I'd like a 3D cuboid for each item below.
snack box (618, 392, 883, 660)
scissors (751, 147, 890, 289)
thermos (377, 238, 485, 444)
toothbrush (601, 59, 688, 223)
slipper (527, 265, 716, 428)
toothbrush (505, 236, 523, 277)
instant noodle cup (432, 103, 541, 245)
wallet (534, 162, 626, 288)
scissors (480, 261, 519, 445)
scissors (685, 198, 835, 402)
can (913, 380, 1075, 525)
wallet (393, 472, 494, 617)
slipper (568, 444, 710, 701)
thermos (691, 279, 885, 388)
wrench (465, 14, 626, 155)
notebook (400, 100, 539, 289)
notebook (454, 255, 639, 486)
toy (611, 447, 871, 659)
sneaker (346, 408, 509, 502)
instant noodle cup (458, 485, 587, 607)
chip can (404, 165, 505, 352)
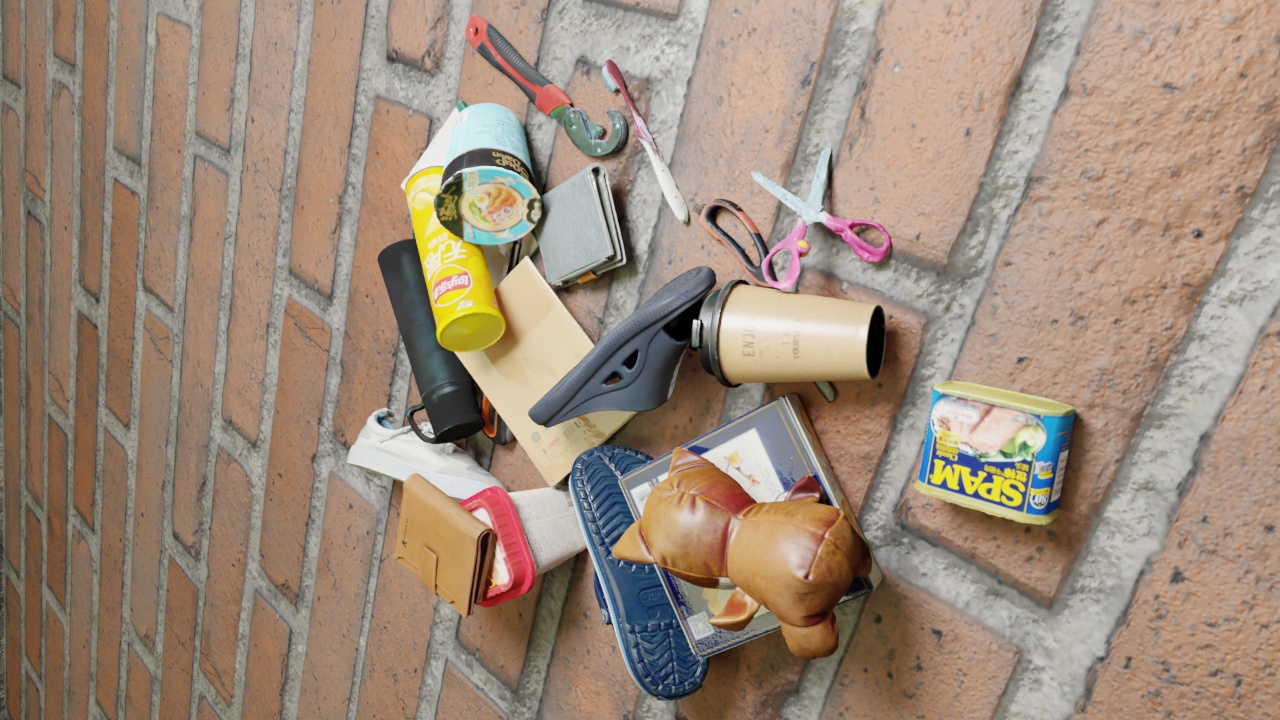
[{"bbox_3d":[0.094,0.148,0.818,0.183,0.045,0.178,-29,77,23],"label":"snack box"},{"bbox_3d":[0.146,-0.115,0.752,0.135,0.017,0.133,15,76,10],"label":"scissors"},{"bbox_3d":[-0.258,-0.020,1.089,0.090,0.068,0.242,-23,71,8],"label":"thermos"},{"bbox_3d":[0.003,-0.213,0.892,0.017,0.016,0.187,-38,71,46],"label":"toothbrush"},{"bbox_3d":[-0.005,0.005,0.868,0.083,0.110,0.269,48,132,-4],"label":"slipper"},{"bbox_3d":[-0.147,-0.082,1.012,0.014,0.017,0.189,20,106,25],"label":"toothbrush"},{"bbox_3d":[-0.159,-0.202,0.967,0.111,0.111,0.120,-39,43,38],"label":"instant noodle cup"},{"bbox_3d":[-0.063,-0.133,0.944,0.130,0.036,0.106,-14,90,55],"label":"wallet"},{"bbox_3d":[-0.138,0.000,1.041,0.232,0.021,0.221,36,119,29],"label":"scissors"},{"bbox_3d":[0.107,-0.056,0.825,0.224,0.015,0.189,-2,95,40],"label":"scissors"},{"bbox_3d":[0.262,0.065,0.680,0.102,0.057,0.083,14,103,39],"label":"can"},{"bbox_3d":[-0.209,0.193,0.964,0.132,0.031,0.108,27,113,37],"label":"wallet"},{"bbox_3d":[0.002,0.206,0.909,0.095,0.105,0.252,122,132,-64],"label":"slipper"},{"bbox_3d":[0.123,-0.019,0.755,0.143,0.092,0.093,5,100,29],"label":"thermos"},{"bbox_3d":[-0.109,-0.294,0.976,0.273,0.016,0.056,43,122,28],"label":"wrench"},{"bbox_3d":[-0.200,-0.176,1.077,0.151,0.012,0.209,-44,69,35],"label":"notebook"},{"bbox_3d":[-0.109,0.013,0.991,0.148,0.008,0.207,-43,78,25],"label":"notebook"},{"bbox_3d":[0.082,0.149,0.743,0.200,0.139,0.131,17,139,27],"label":"toy"},{"bbox_3d":[-0.250,0.118,1.126,0.242,0.089,0.090,14,76,28],"label":"sneaker"},{"bbox_3d":[-0.132,0.193,0.999,0.117,0.124,0.116,-30,76,41],"label":"instant noodle cup"},{"bbox_3d":[-0.205,-0.113,1.001,0.072,0.072,0.213,-46,51,36],"label":"chip can"}]
